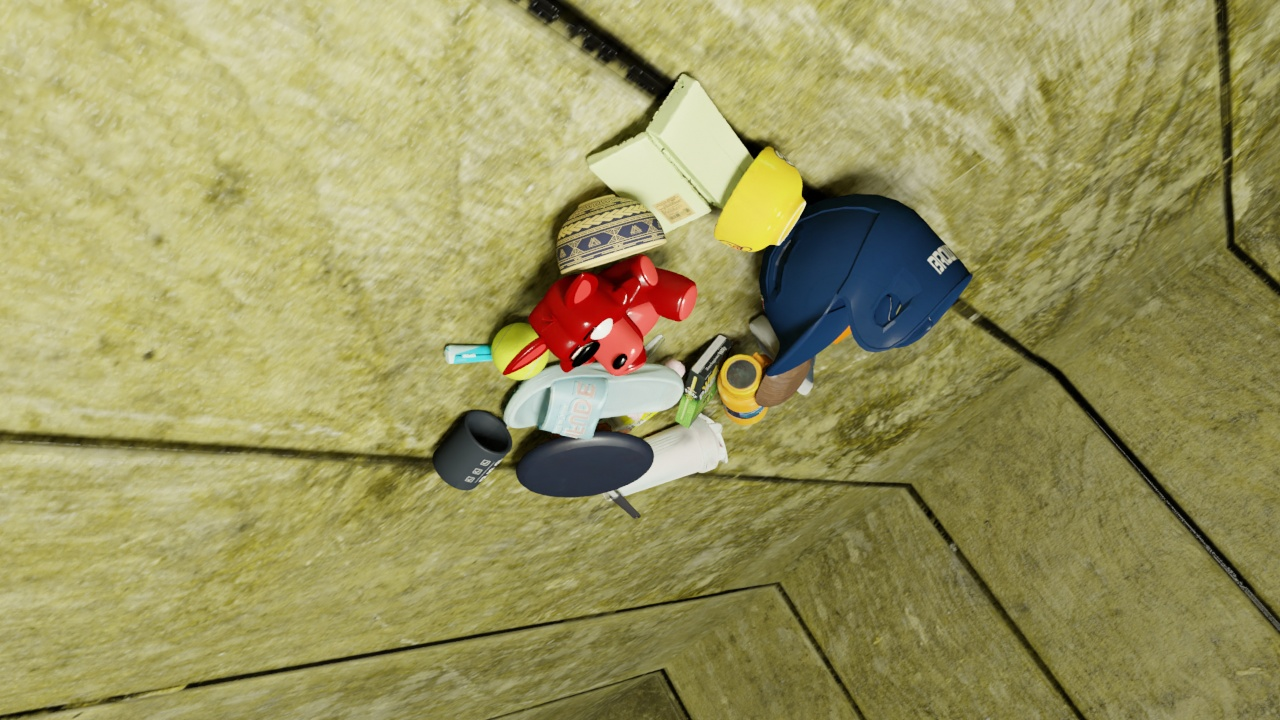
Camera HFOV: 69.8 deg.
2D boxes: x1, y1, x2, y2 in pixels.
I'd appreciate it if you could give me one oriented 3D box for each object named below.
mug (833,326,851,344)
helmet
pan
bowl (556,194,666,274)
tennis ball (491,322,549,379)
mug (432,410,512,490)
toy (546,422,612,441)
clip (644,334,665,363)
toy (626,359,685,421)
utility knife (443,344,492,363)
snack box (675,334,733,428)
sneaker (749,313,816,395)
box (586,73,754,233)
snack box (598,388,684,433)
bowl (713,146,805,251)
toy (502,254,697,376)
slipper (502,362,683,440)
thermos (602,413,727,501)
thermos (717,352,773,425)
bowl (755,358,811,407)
[{"bbox_3d":[0.315,-0.087,1.417,0.096,0.077,0.112,-39,-178,14],"label":"mug"},{"bbox_3d":[0.249,-0.085,1.161,0.273,0.223,0.232,-52,164,16],"label":"helmet"},{"bbox_3d":[-0.055,0.189,1.382,0.199,0.021,0.356,-16,150,11],"label":"pan"},{"bbox_3d":[-0.036,-0.133,0.932,0.112,0.061,0.112,-17,-176,1],"label":"bowl"},{"bbox_3d":[-0.137,-0.011,1.042,0.065,0.065,0.065,-26,153,-14],"label":"tennis ball"},{"bbox_3d":[-0.208,0.110,1.183,0.078,0.071,0.104,-46,178,26],"label":"mug"},{"bbox_3d":[-0.087,0.112,1.317,0.087,0.067,0.112,-16,173,22],"label":"toy"},{"bbox_3d":[-0.007,0.007,1.261,0.102,0.040,0.054,-49,163,28],"label":"clip"},{"bbox_3d":[0.018,0.039,1.326,0.110,0.047,0.063,-40,158,0],"label":"toy"},{"bbox_3d":[-0.174,-0.010,1.061,0.123,0.015,0.022,-5,113,-46],"label":"utility knife"},{"bbox_3d":[0.095,0.034,1.387,0.080,0.025,0.148,-49,165,-31],"label":"snack box"},{"bbox_3d":[0.239,-0.025,1.422,0.087,0.089,0.235,-39,150,2],"label":"sneaker"},{"bbox_3d":[0.040,-0.198,0.942,0.141,0.047,0.187,-35,155,11],"label":"box"},{"bbox_3d":[-0.004,0.075,1.383,0.148,0.029,0.040,-36,154,7],"label":"snack box"},{"bbox_3d":[0.140,-0.169,1.019,0.117,0.067,0.117,-54,170,-14],"label":"bowl"},{"bbox_3d":[-0.042,-0.043,1.001,0.159,0.120,0.196,-45,164,30],"label":"toy"},{"bbox_3d":[-0.056,0.056,1.198,0.245,0.074,0.104,-4,142,-19],"label":"slipper"},{"bbox_3d":[0.035,0.158,1.508,0.220,0.099,0.100,-18,151,-20],"label":"thermos"},{"bbox_3d":[0.161,0.038,1.415,0.233,0.076,0.091,57,50,-74],"label":"thermos"},{"bbox_3d":[0.214,0.024,1.325,0.117,0.030,0.118,-42,155,-25],"label":"bowl"}]
